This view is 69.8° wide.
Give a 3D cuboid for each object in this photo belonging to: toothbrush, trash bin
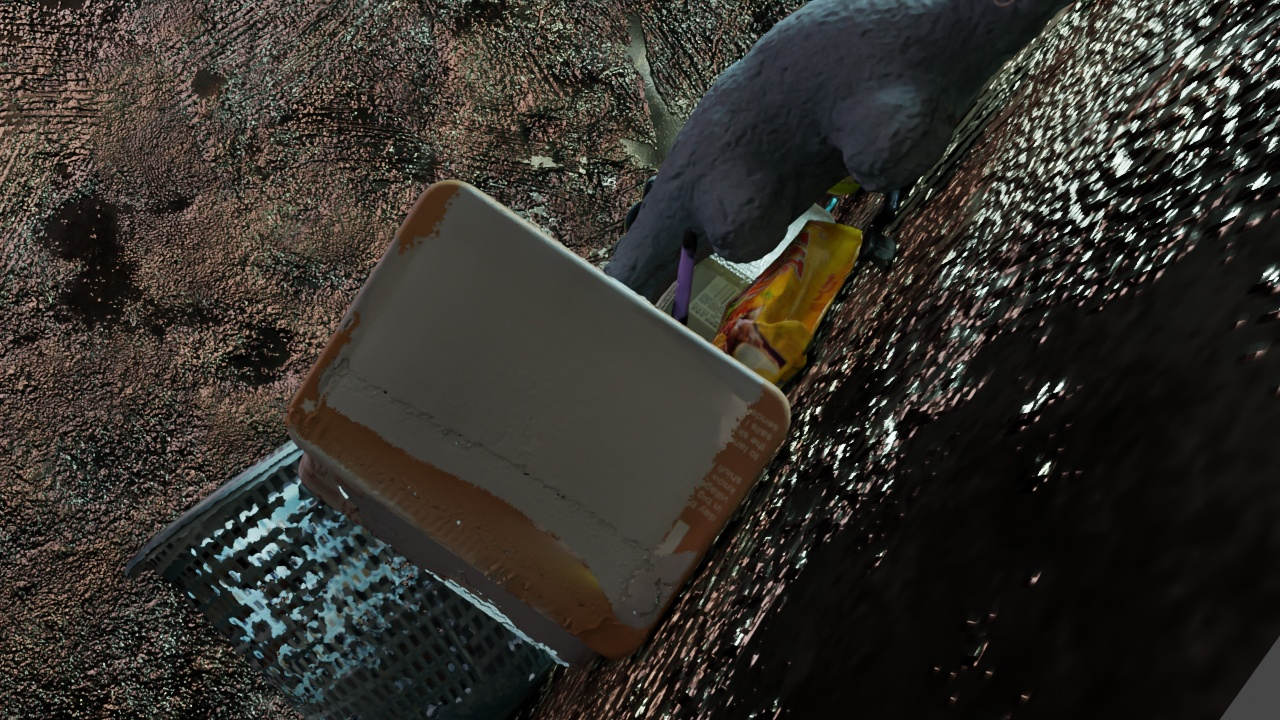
[{"bbox_3d":[0.136,-0.084,0.497,0.014,0.016,0.189,-64,-7,30],"label":"toothbrush"},{"bbox_3d":[-0.157,0.138,0.574,0.226,0.195,0.226,-35,3,2],"label":"trash bin"},{"bbox_3d":[0.019,0.015,0.520,0.016,0.014,0.189,-21,-52,-42],"label":"toothbrush"}]

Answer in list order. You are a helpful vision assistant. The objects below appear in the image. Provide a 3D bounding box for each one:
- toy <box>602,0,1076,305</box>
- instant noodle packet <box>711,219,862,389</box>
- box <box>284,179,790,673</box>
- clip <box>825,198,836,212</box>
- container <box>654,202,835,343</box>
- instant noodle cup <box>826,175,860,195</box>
[{"bbox_3d":[0.092,-0.128,0.493,0.357,0.091,0.137,-33,29,34],"label":"toy"},{"bbox_3d":[0.070,-0.019,0.509,0.111,0.044,0.128,-48,5,45],"label":"instant noodle packet"},{"bbox_3d":[-0.044,0.024,0.412,0.178,0.182,0.152,-53,2,44],"label":"box"},{"bbox_3d":[0.153,-0.126,0.827,0.056,0.040,0.014,-62,-1,6],"label":"clip"},{"bbox_3d":[0.074,-0.067,0.672,0.090,0.090,0.114,-54,4,47],"label":"container"},{"bbox_3d":[0.160,-0.199,0.706,0.124,0.111,0.111,-63,-4,37],"label":"instant noodle cup"}]
